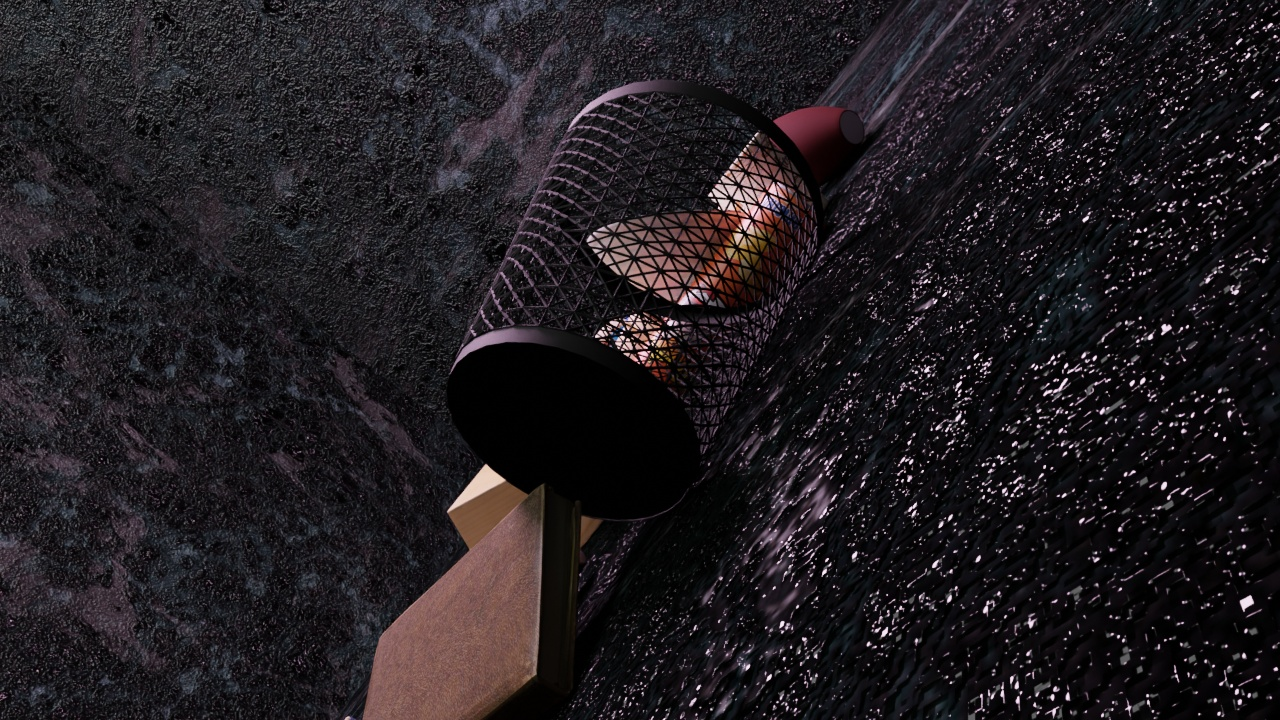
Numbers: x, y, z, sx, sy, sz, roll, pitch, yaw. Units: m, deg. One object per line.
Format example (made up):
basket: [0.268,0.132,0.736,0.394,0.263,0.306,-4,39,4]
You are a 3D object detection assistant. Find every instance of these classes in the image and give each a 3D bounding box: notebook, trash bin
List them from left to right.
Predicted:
notebook: [-0.114,0.206,0.569,0.216,0.034,0.189,-43,29,28]
trash bin: [-0.005,-0.035,0.638,0.218,0.217,0.242,-48,12,49]

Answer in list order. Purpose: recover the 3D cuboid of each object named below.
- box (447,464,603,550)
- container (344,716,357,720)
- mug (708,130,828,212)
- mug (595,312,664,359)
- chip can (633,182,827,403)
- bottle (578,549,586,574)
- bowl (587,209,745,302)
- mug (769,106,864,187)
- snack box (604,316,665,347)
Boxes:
box: [-0.073,0.126,0.904,0.140,0.123,0.248,-25,8,7]
container: [-0.269,0.394,0.714,0.187,0.071,0.145,-53,4,-5]
mug: [0.121,-0.155,0.925,0.122,0.097,0.080,-48,5,47]
mug: [-0.005,0.005,0.908,0.085,0.111,0.104,38,103,50]
chip can: [0.076,-0.057,0.822,0.210,0.062,0.062,-52,4,8]
bottle: [-0.103,0.196,0.672,0.162,0.056,0.056,-52,4,8]
bowl: [0.038,-0.087,0.892,0.177,0.177,0.071,142,125,-76]
mug: [0.201,-0.235,0.981,0.113,0.087,0.089,-22,4,-36]
snack box: [-0.023,-0.010,0.987,0.226,0.059,0.059,-27,3,0]
